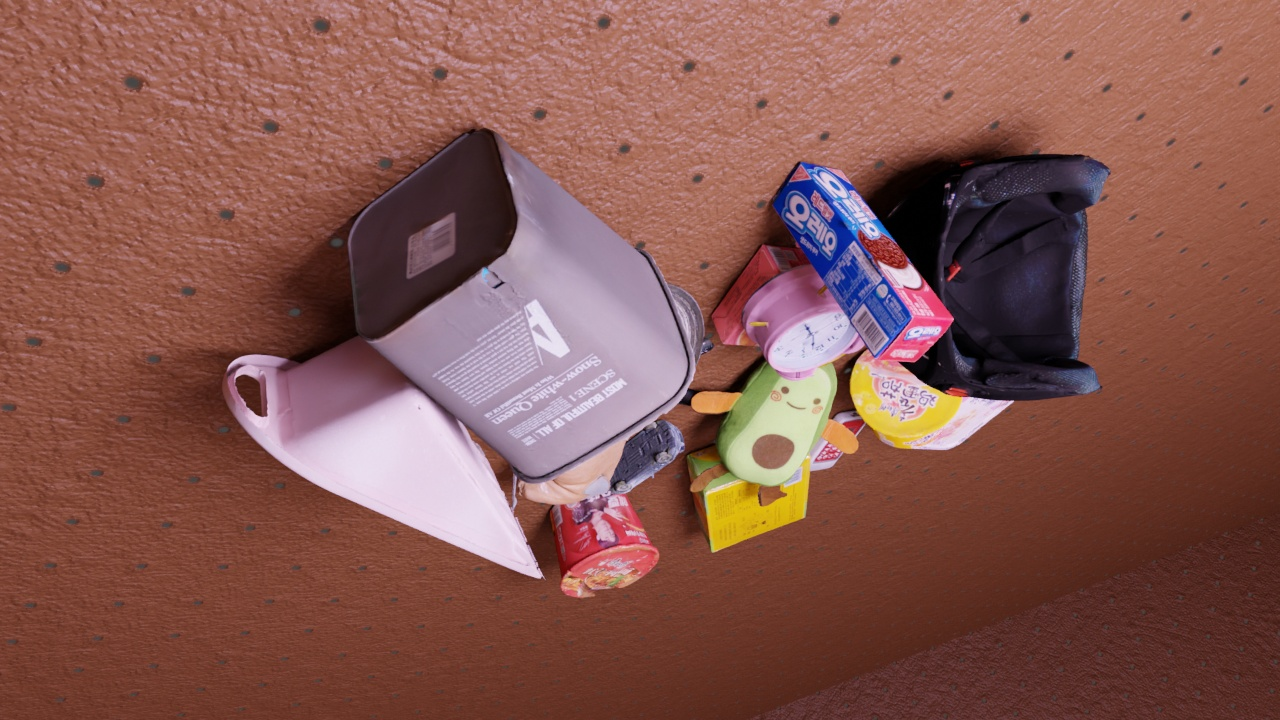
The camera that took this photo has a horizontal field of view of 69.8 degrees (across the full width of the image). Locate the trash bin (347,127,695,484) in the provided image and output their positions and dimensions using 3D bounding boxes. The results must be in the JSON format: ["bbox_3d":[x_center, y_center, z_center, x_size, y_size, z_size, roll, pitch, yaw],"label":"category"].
[{"bbox_3d":[-0.101,-0.045,0.750,0.199,0.198,0.219,-32,140,14],"label":"trash bin"}]

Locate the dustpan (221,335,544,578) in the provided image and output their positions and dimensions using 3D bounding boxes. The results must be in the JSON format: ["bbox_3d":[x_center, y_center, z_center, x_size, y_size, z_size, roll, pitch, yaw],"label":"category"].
[{"bbox_3d":[-0.229,0.084,0.817,0.138,0.222,0.273,-31,120,-8],"label":"dustpan"}]

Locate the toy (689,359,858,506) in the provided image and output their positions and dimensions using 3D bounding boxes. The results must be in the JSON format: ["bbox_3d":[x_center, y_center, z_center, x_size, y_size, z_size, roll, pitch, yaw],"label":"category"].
[{"bbox_3d":[0.164,0.083,1.133,0.226,0.090,0.247,15,114,-18],"label":"toy"}]

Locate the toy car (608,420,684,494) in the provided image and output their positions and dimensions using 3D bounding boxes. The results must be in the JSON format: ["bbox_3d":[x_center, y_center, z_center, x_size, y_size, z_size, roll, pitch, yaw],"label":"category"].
[{"bbox_3d":[0.002,0.124,1.159,0.121,0.054,0.036,-37,142,21],"label":"toy car"}]

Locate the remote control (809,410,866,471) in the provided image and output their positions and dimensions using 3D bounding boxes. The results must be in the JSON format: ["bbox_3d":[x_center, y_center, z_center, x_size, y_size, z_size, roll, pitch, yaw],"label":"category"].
[{"bbox_3d":[0.285,0.120,1.350,0.055,0.020,0.136,-5,143,-26],"label":"remote control"}]

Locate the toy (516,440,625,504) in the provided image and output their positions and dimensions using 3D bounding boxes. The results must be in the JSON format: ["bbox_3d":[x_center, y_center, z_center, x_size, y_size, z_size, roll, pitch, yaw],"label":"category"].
[{"bbox_3d":[-0.079,0.082,1.031,0.143,0.082,0.226,-27,146,-18],"label":"toy"}]

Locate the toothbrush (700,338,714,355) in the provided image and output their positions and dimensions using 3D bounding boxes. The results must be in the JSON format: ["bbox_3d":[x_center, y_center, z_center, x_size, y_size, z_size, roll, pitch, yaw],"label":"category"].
[{"bbox_3d":[-0.006,0.006,1.027,0.189,0.014,0.017,-16,139,-9],"label":"toothbrush"}]

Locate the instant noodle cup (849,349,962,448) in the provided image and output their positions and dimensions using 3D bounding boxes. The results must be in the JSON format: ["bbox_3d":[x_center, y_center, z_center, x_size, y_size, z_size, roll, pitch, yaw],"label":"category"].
[{"bbox_3d":[0.347,0.049,1.195,0.138,0.138,0.110,-27,154,6],"label":"instant noodle cup"}]

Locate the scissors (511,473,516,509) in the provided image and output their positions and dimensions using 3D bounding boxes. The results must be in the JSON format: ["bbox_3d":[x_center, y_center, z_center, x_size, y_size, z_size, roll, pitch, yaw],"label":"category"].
[{"bbox_3d":[-0.126,0.060,0.928,0.012,0.176,0.162,5,180,-18],"label":"scissors"}]

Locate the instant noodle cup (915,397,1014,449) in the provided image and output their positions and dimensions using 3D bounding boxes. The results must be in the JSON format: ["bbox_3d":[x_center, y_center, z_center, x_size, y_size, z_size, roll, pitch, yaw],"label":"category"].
[{"bbox_3d":[0.457,0.057,1.327,0.137,0.060,0.174,7,135,-37],"label":"instant noodle cup"}]

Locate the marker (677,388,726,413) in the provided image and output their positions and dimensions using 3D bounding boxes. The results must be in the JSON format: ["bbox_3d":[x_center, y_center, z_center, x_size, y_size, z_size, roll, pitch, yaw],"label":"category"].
[{"bbox_3d":[0.089,0.053,1.140,0.132,0.020,0.022,15,106,-43],"label":"marker"}]

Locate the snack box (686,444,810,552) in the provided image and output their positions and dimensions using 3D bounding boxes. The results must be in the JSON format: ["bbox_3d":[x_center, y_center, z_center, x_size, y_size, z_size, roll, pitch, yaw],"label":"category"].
[{"bbox_3d":[0.156,0.183,1.318,0.157,0.070,0.210,-19,147,-5],"label":"snack box"}]

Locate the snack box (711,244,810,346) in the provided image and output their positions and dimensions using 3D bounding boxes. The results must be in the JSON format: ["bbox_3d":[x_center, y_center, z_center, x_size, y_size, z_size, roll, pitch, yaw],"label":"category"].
[{"bbox_3d":[0.159,-0.066,0.993,0.127,0.044,0.113,1,140,-32],"label":"snack box"}]

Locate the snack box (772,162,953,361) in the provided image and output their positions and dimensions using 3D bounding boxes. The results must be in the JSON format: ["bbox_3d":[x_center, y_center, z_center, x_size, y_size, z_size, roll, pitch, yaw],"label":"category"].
[{"bbox_3d":[0.194,-0.093,0.829,0.058,0.207,0.057,1,138,-34],"label":"snack box"}]

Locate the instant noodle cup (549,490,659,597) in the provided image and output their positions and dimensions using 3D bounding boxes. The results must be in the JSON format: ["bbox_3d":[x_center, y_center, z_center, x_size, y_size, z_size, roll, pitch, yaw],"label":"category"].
[{"bbox_3d":[-0.056,0.237,1.235,0.137,0.108,0.138,-15,146,-11],"label":"instant noodle cup"}]

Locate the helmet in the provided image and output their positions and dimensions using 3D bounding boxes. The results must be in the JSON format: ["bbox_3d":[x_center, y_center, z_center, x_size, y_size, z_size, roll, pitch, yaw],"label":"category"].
[{"bbox_3d":[0.333,-0.077,0.910,0.274,0.233,0.231,4,178,-35],"label":"helmet"}]

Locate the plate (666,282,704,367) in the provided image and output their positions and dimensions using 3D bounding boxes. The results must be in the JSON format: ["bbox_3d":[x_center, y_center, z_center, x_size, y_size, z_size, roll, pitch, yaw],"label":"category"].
[{"bbox_3d":[-0.010,-0.005,0.963,0.179,0.024,0.180,-22,132,-27],"label":"plate"}]

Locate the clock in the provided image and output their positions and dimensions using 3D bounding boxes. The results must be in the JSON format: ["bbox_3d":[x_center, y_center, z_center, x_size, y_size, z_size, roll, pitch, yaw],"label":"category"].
[{"bbox_3d":[0.176,-0.032,0.954,0.117,0.059,0.158,-30,147,15],"label":"clock"}]
